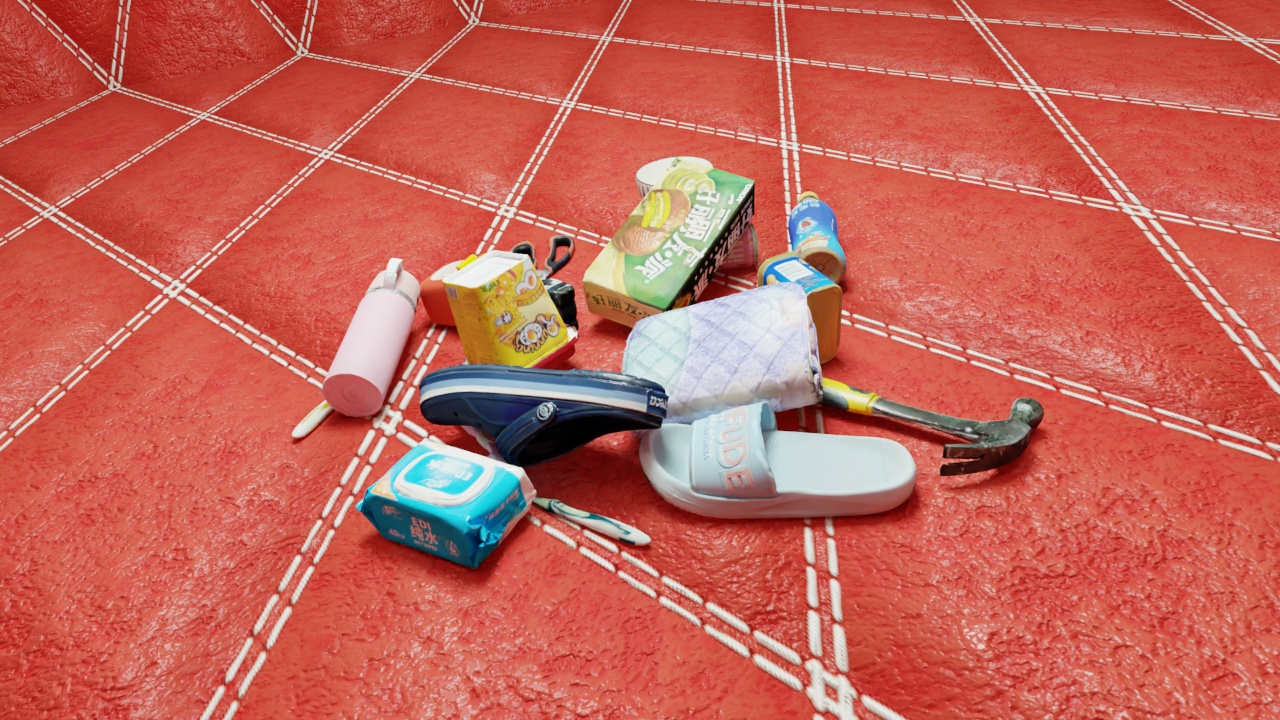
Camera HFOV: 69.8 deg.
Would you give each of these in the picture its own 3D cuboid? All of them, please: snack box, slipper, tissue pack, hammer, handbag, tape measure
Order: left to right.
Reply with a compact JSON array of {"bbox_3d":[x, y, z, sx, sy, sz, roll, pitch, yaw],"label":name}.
[{"bbox_3d":[-0.171,0.123,0.812,0.140,0.063,0.089,12,37,27],"label":"tissue pack"},{"bbox_3d":[-0.222,-0.087,1.144,0.080,0.082,0.091,2,32,32],"label":"snack box"},{"bbox_3d":[-0.092,0.056,0.863,0.253,0.105,0.095,0,75,25],"label":"slipper"},{"bbox_3d":[-0.107,-0.064,1.094,0.066,0.066,0.033,22,38,35],"label":"tape measure"},{"bbox_3d":[0.039,-0.140,1.114,0.114,0.063,0.239,22,58,21],"label":"snack box"},{"bbox_3d":[0.081,0.003,0.903,0.194,0.075,0.133,-13,41,20],"label":"handbag"},{"bbox_3d":[0.117,0.084,0.808,0.245,0.074,0.103,2,34,11],"label":"slipper"},{"bbox_3d":[0.209,0.038,0.897,0.324,0.032,0.125,16,32,34],"label":"hammer"}]

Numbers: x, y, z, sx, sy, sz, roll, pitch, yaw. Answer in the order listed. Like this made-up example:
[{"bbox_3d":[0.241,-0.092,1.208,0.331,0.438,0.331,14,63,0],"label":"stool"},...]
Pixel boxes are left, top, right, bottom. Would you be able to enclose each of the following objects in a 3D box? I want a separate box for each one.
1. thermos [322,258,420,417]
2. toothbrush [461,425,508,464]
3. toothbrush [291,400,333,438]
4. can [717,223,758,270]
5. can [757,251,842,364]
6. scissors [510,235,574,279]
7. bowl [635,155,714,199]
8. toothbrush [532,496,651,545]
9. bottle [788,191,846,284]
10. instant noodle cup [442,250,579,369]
[{"bbox_3d":[-0.298,-0.034,1.040,0.067,0.087,0.198,12,42,-5],"label":"thermos"},{"bbox_3d":[-0.181,0.067,0.947,0.029,0.021,0.189,18,11,-39],"label":"toothbrush"},{"bbox_3d":[-0.331,0.029,1.035,0.016,0.018,0.190,20,37,10],"label":"toothbrush"},{"bbox_3d":[0.076,-0.142,1.190,0.147,0.058,0.057,-7,32,0],"label":"can"},{"bbox_3d":[0.172,-0.053,0.991,0.057,0.102,0.083,-19,37,-18],"label":"can"},{"bbox_3d":[-0.150,-0.118,1.239,0.197,0.015,0.204,25,43,38],"label":"scissors"},{"bbox_3d":[0.053,-0.252,1.361,0.116,0.066,0.116,-6,32,4],"label":"bowl"},{"bbox_3d":[-0.072,0.131,0.823,0.192,0.018,0.016,14,38,31],"label":"toothbrush"},{"bbox_3d":[0.226,-0.164,1.191,0.065,0.065,0.218,-2,32,8],"label":"bottle"},{"bbox_3d":[-0.147,-0.047,1.001,0.116,0.124,0.116,-36,31,-30],"label":"instant noodle cup"}]
